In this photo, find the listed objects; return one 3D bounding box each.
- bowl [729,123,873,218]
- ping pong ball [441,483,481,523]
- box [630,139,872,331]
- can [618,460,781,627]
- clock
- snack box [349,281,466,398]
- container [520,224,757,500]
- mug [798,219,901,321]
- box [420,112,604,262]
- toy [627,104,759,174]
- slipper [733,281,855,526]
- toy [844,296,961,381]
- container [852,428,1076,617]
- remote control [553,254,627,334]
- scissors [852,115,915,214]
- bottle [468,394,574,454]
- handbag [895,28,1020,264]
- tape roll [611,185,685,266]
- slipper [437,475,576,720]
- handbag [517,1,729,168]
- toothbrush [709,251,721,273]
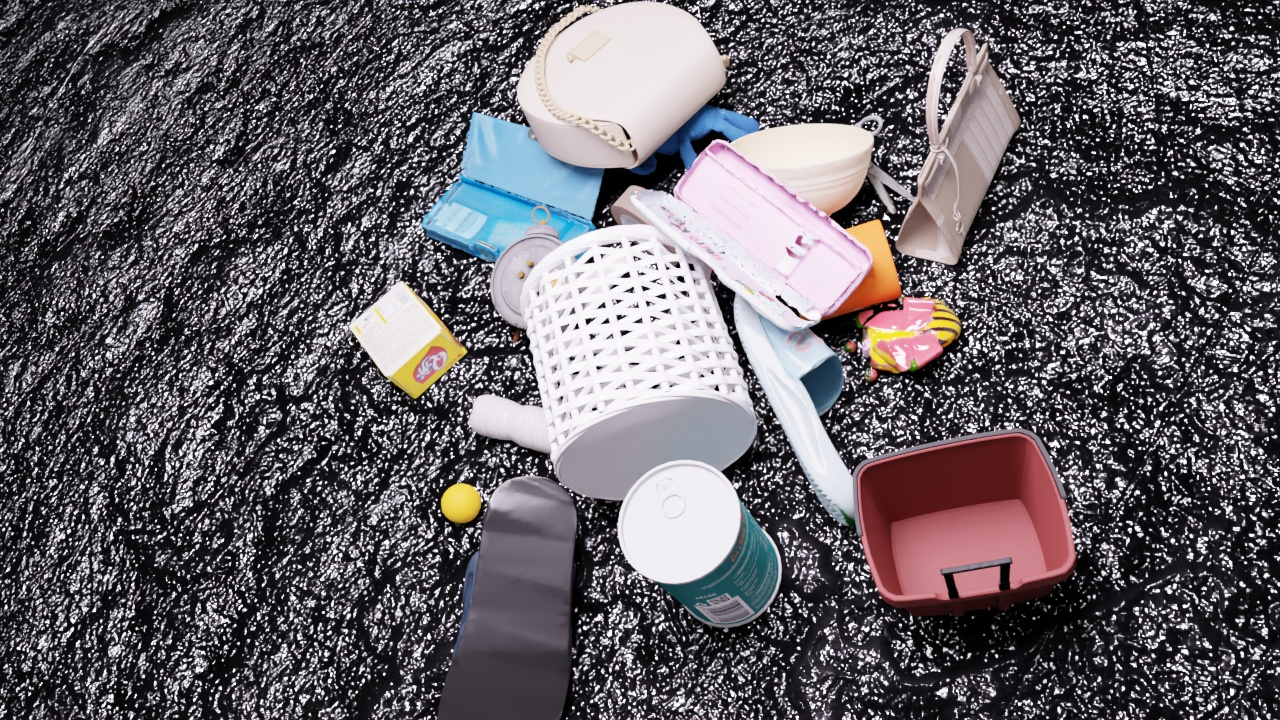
[{"bbox_3d":[0.164,-0.187,0.946,0.151,0.075,0.150,-7,27,3],"label":"bowl"},{"bbox_3d":[-0.184,0.147,0.940,0.040,0.040,0.040,-11,59,18],"label":"ping pong ball"},{"bbox_3d":[0.099,-0.116,0.827,0.201,0.101,0.111,43,100,20],"label":"box"},{"bbox_3d":[0.054,0.157,0.769,0.099,0.144,0.099,-10,59,17],"label":"can"},{"bbox_3d":[-0.110,-0.096,1.002,0.104,0.056,0.147,-4,80,20],"label":"clock"},{"bbox_3d":[-0.268,-0.024,1.061,0.083,0.061,0.106,-43,55,-5],"label":"snack box"},{"bbox_3d":[-0.005,0.005,0.855,0.189,0.189,0.186,-22,57,11],"label":"container"},{"bbox_3d":[0.194,-0.095,0.901,0.096,0.078,0.112,-17,34,14],"label":"mug"},{"bbox_3d":[-0.146,-0.193,1.110,0.232,0.060,0.175,25,90,32],"label":"box"},{"bbox_3d":[0.047,-0.255,1.057,0.177,0.071,0.112,-2,50,22],"label":"toy"},{"bbox_3d":[0.153,0.031,0.829,0.074,0.104,0.245,-25,62,6],"label":"slipper"},{"bbox_3d":[0.246,-0.023,0.853,0.103,0.046,0.084,-26,42,2],"label":"toy"},{"bbox_3d":[0.236,0.120,0.677,0.148,0.201,0.126,-14,58,15],"label":"container"},{"bbox_3d":[-0.064,-0.070,1.029,0.131,0.012,0.033,-47,57,-7],"label":"remote control"},{"bbox_3d":[0.229,-0.209,0.983,0.131,0.014,0.152,-4,58,21],"label":"scissors"},{"bbox_3d":[-0.114,0.069,0.953,0.136,0.044,0.044,12,67,28],"label":"bottle"},{"bbox_3d":[0.289,-0.219,0.848,0.062,0.198,0.175,19,71,30],"label":"handbag"},{"bbox_3d":[0.013,-0.144,0.989,0.094,0.094,0.030,35,79,34],"label":"tape roll"},{"bbox_3d":[-0.114,0.239,0.842,0.109,0.083,0.265,9,82,-5],"label":"slipper"},{"bbox_3d":[-0.025,-0.309,1.037,0.209,0.103,0.210,32,70,37],"label":"handbag"},{"bbox_3d":[0.101,-0.143,0.998,0.022,0.016,0.135,28,76,33],"label":"toothbrush"}]
